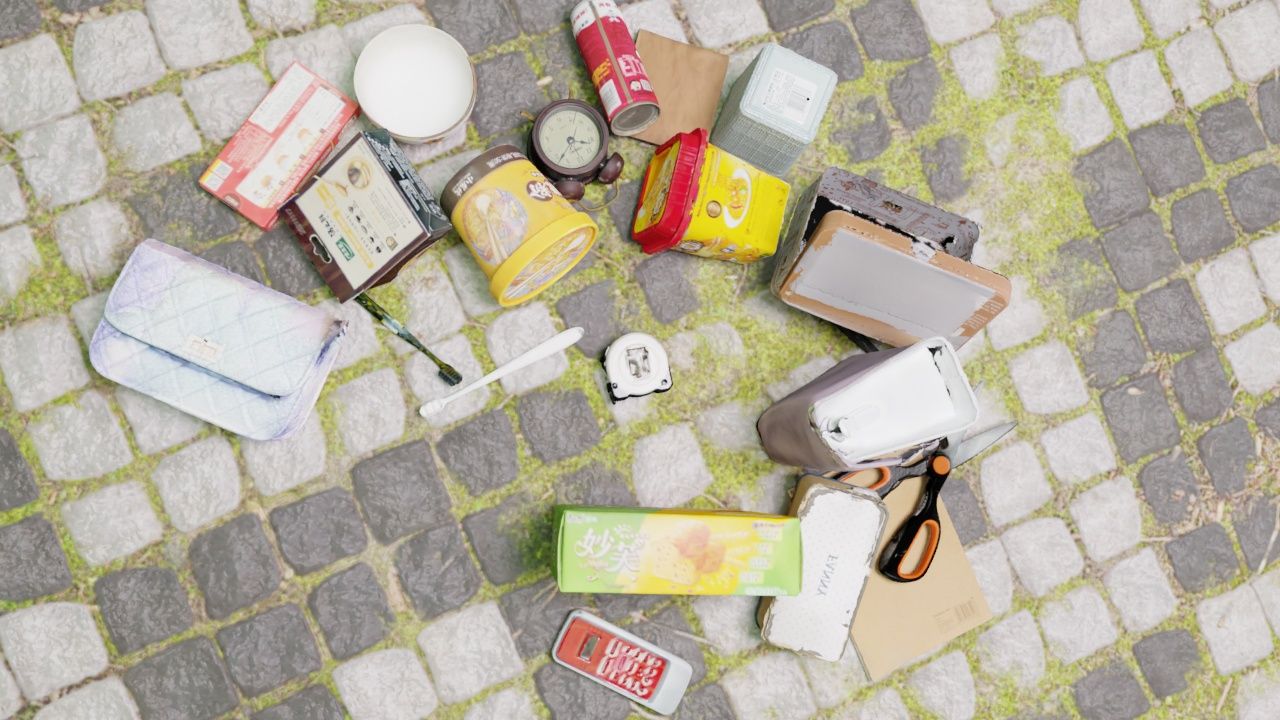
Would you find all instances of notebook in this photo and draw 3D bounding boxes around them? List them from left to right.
[{"bbox_3d":[0.260,0.201,0.946,0.149,0.012,0.211,-23,89,-10],"label":"notebook"}]

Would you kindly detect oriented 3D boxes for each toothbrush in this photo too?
[{"bbox_3d":[-0.247,-0.038,0.891,0.186,0.017,0.012,41,118,-3],"label":"toothbrush"},{"bbox_3d":[-0.135,0.010,0.903,0.180,0.016,0.016,-28,92,-10],"label":"toothbrush"},{"bbox_3d":[0.254,0.000,0.961,0.181,0.018,0.015,42,84,-1],"label":"toothbrush"}]

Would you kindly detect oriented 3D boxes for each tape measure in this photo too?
[{"bbox_3d":[-0.005,0.005,0.914,0.065,0.033,0.066,-14,88,-11],"label":"tape measure"}]

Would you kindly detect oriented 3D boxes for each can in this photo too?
[{"bbox_3d":[-0.026,-0.294,0.913,0.053,0.053,0.132,-18,74,-9],"label":"can"}]

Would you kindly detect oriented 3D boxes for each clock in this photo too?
[{"bbox_3d":[-0.065,-0.204,0.912,0.082,0.055,0.122,-29,91,-10],"label":"clock"}]

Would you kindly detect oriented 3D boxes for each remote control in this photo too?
[{"bbox_3d":[-0.017,0.294,0.894,0.136,0.020,0.055,28,81,-5],"label":"remote control"}]

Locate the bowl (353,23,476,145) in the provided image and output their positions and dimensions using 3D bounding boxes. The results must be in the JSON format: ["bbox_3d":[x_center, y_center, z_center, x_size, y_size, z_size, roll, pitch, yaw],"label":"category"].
[{"bbox_3d":[-0.216,-0.259,0.892,0.113,0.062,0.113,1,84,-9],"label":"bowl"}]

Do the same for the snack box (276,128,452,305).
[{"bbox_3d":[-0.258,-0.134,0.861,0.126,0.053,0.113,-32,92,29],"label":"snack box"}]

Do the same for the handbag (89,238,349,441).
[{"bbox_3d":[-0.385,-0.014,0.840,0.194,0.076,0.134,23,82,-6],"label":"handbag"}]

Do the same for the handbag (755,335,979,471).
[{"bbox_3d":[0.200,0.051,0.857,0.145,0.197,0.098,-21,88,-9],"label":"handbag"}]

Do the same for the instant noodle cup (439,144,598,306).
[{"bbox_3d":[-0.120,-0.131,0.872,0.118,0.118,0.114,-37,82,-10],"label":"instant noodle cup"}]

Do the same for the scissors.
[{"bbox_3d":[0.294,0.128,0.941,0.221,0.022,0.210,-8,88,-10],"label":"scissors"}]

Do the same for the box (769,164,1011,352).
[{"bbox_3d":[0.237,-0.102,0.871,0.183,0.194,0.156,20,76,-5],"label":"box"}]

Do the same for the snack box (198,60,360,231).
[{"bbox_3d":[-0.347,-0.207,0.887,0.075,0.025,0.152,35,82,-5],"label":"snack box"}]

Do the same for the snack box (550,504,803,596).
[{"bbox_3d":[0.025,0.171,0.841,0.210,0.158,0.070,4,83,-8],"label":"snack box"}]

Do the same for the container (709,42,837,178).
[{"bbox_3d":[0.133,-0.249,0.916,0.090,0.111,0.090,23,82,-5],"label":"container"}]

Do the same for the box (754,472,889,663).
[{"bbox_3d":[0.173,0.206,0.891,0.090,0.059,0.184,18,99,-1],"label":"box"}]

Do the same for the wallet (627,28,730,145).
[{"bbox_3d":[0.032,-0.276,0.951,0.101,0.020,0.115,16,85,-6],"label":"wallet"}]

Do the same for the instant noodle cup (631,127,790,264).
[{"bbox_3d":[0.071,-0.152,0.905,0.123,0.116,0.116,16,83,-18],"label":"instant noodle cup"}]
